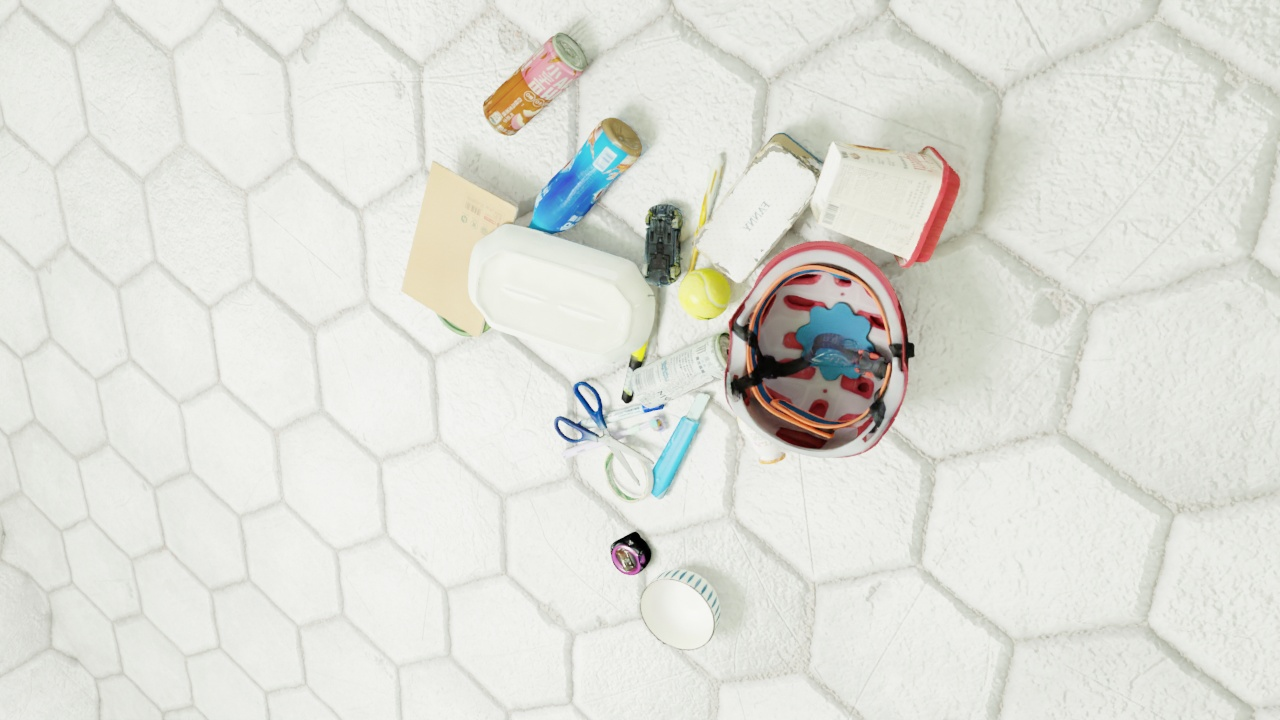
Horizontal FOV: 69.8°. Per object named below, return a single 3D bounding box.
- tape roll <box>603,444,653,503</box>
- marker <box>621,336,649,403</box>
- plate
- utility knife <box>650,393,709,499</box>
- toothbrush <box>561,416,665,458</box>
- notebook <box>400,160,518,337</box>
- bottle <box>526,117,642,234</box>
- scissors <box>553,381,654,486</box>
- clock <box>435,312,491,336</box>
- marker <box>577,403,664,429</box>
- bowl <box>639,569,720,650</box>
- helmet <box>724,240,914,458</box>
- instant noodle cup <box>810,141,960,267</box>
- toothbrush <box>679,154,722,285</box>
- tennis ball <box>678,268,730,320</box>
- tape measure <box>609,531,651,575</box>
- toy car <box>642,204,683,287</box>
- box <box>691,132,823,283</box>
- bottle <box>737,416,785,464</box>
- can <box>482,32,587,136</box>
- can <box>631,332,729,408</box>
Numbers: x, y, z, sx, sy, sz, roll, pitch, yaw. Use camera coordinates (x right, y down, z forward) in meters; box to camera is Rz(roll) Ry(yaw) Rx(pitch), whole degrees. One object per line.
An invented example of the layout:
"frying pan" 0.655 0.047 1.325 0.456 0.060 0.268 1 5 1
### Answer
"tape roll" -0.018 0.163 1.315 0.086 0.013 0.086 13 111 38
"marker" -0.008 0.007 1.263 0.018 0.015 0.124 21 120 11
"plate" -0.113 -0.082 1.221 0.266 0.034 0.162 18 119 8
"utility knife" 0.052 0.117 1.266 0.034 0.018 0.188 38 123 20
"toothbrush" -0.044 0.114 1.319 0.190 0.021 0.029 -22 117 35
"notebook" -0.255 -0.151 1.274 0.148 0.008 0.208 30 120 16
"bottle" -0.087 -0.219 1.191 0.065 0.065 0.219 51 125 3
"scissors" -0.054 0.100 1.301 0.164 0.012 0.161 1 101 30
"clock" -0.245 -0.113 1.322 0.116 0.056 0.161 0 108 28
"marker" -0.030 0.078 1.300 0.146 0.016 0.017 -18 99 32
"bowl" 0.064 0.349 1.321 0.117 0.066 0.116 10 113 24
"helmet" 0.215 -0.015 1.060 0.207 0.143 0.240 14 100 23
"instant noodle cup" 0.254 -0.174 0.973 0.124 0.116 0.117 14 117 -4
"toothbrush" 0.074 -0.165 1.149 0.016 0.018 0.192 23 119 18
"tennis ball" 0.080 -0.083 1.149 0.065 0.065 0.065 10 113 25
"tape measure" -0.015 0.288 1.357 0.057 0.039 0.058 -30 92 33
"toy car" 0.030 -0.146 1.172 0.049 0.031 0.106 11 105 29
"box" 0.137 -0.173 1.082 0.090 0.061 0.185 40 124 -1
"bottle" 0.156 0.077 1.169 0.063 0.063 0.108 -8 104 31
"can" -0.137 -0.350 1.172 0.148 0.057 0.058 -32 91 34
"can" 0.060 0.014 1.201 0.147 0.058 0.058 -24 96 33
